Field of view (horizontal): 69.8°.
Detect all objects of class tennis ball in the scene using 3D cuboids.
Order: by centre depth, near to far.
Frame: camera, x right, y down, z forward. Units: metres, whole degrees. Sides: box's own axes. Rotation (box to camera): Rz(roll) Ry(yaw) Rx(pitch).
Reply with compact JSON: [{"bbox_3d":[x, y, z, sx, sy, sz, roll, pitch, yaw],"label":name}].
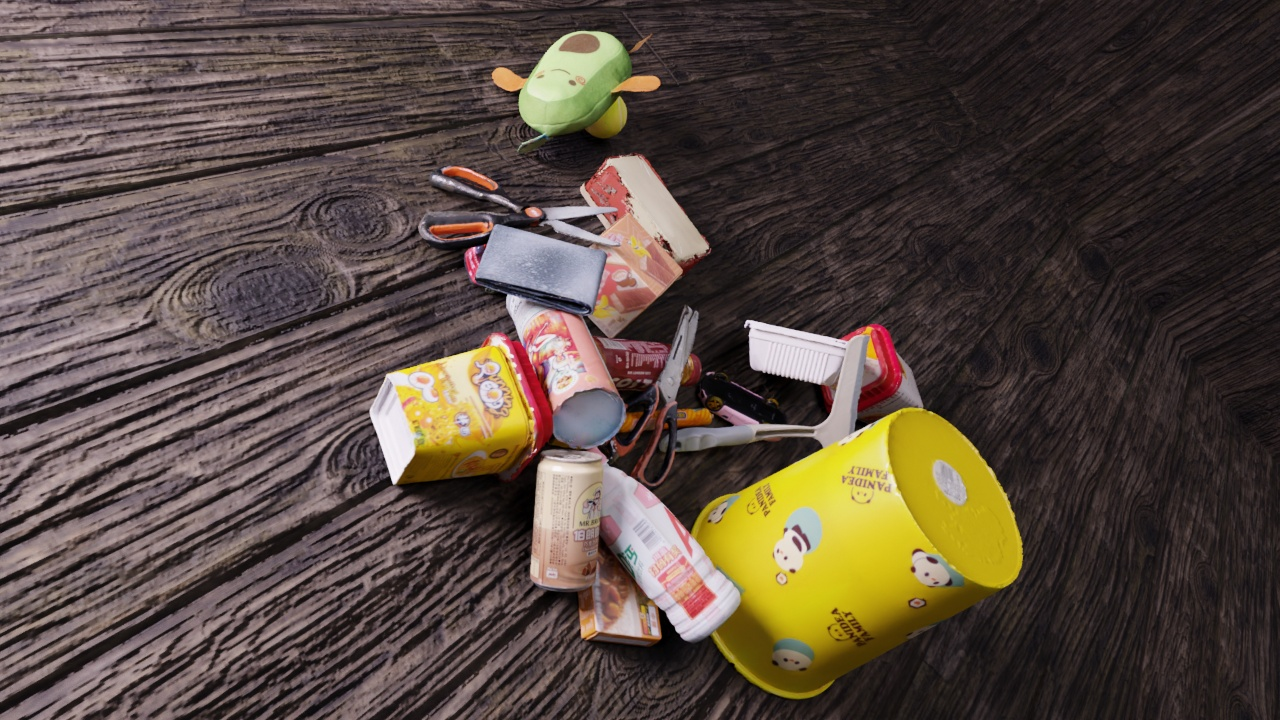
[{"bbox_3d":[-0.051,-0.337,1.253,0.065,0.066,0.065,25,44,-27],"label":"tennis ball"}]

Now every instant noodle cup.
[{"bbox_3d":[-0.159,0.050,0.801,0.123,0.116,0.116,-10,66,-35],"label":"instant noodle cup"},{"bbox_3d":[0.194,-0.008,1.150,0.138,0.060,0.173,13,4,6],"label":"instant noodle cup"},{"bbox_3d":[0.323,0.031,1.279,0.124,0.117,0.116,30,40,-41],"label":"instant noodle cup"}]

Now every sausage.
[{"bbox_3d":[0.026,0.066,1.027,0.164,0.022,0.021,0,59,-44],"label":"sausage"}]

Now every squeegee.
[{"bbox_3d":[0.131,0.087,1.057,0.246,0.247,0.039,-2,19,-20],"label":"squeegee"}]

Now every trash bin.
[{"bbox_3d":[0.213,0.186,0.918,0.229,0.256,0.229,24,45,-27],"label":"trash bin"}]

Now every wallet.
[{"bbox_3d":[-0.097,-0.092,0.912,0.121,0.019,0.097,15,40,-5],"label":"wallet"}]

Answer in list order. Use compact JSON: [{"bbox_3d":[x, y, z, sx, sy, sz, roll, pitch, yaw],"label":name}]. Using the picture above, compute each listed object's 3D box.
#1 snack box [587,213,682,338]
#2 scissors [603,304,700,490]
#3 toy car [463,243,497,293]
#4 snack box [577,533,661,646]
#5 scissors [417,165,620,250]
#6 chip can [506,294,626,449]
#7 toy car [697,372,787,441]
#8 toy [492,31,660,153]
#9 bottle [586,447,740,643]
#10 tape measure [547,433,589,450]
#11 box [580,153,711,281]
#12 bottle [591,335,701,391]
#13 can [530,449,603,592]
[{"bbox_3d":[-0.024,-0.096,1.055,0.094,0.093,0.076,46,39,-4],"label":"snack box"},{"bbox_3d":[0.015,0.031,0.983,0.194,0.015,0.206,-10,88,-38],"label":"scissors"},{"bbox_3d":[-0.132,-0.099,0.996,0.120,0.045,0.053,6,56,-44],"label":"toy car"},{"bbox_3d":[-0.025,0.191,0.870,0.075,0.026,0.153,18,48,-34],"label":"snack box"},{"bbox_3d":[-0.139,-0.164,0.991,0.220,0.022,0.224,-25,54,-36],"label":"scissors"},{"bbox_3d":[-0.075,-0.006,0.890,0.071,0.071,0.214,20,24,-31],"label":"chip can"},{"bbox_3d":[0.123,0.059,1.116,0.122,0.037,0.056,28,39,-6],"label":"toy car"},{"bbox_3d":[-0.081,-0.360,1.173,0.246,0.227,0.090,-66,154,-42],"label":"toy"},{"bbox_3d":[0.006,0.166,0.849,0.197,0.068,0.068,49,38,5],"label":"bottle"},{"bbox_3d":[-0.068,0.062,0.934,0.060,0.029,0.057,15,49,-36],"label":"tape measure"},{"bbox_3d":[0.011,-0.185,1.174,0.168,0.079,0.091,54,38,8],"label":"box"},{"bbox_3d":[-0.006,0.006,1.016,0.174,0.058,0.057,5,56,-42],"label":"bottle"},{"bbox_3d":[-0.065,0.139,0.807,0.058,0.059,0.116,1,95,-43],"label":"can"}]
